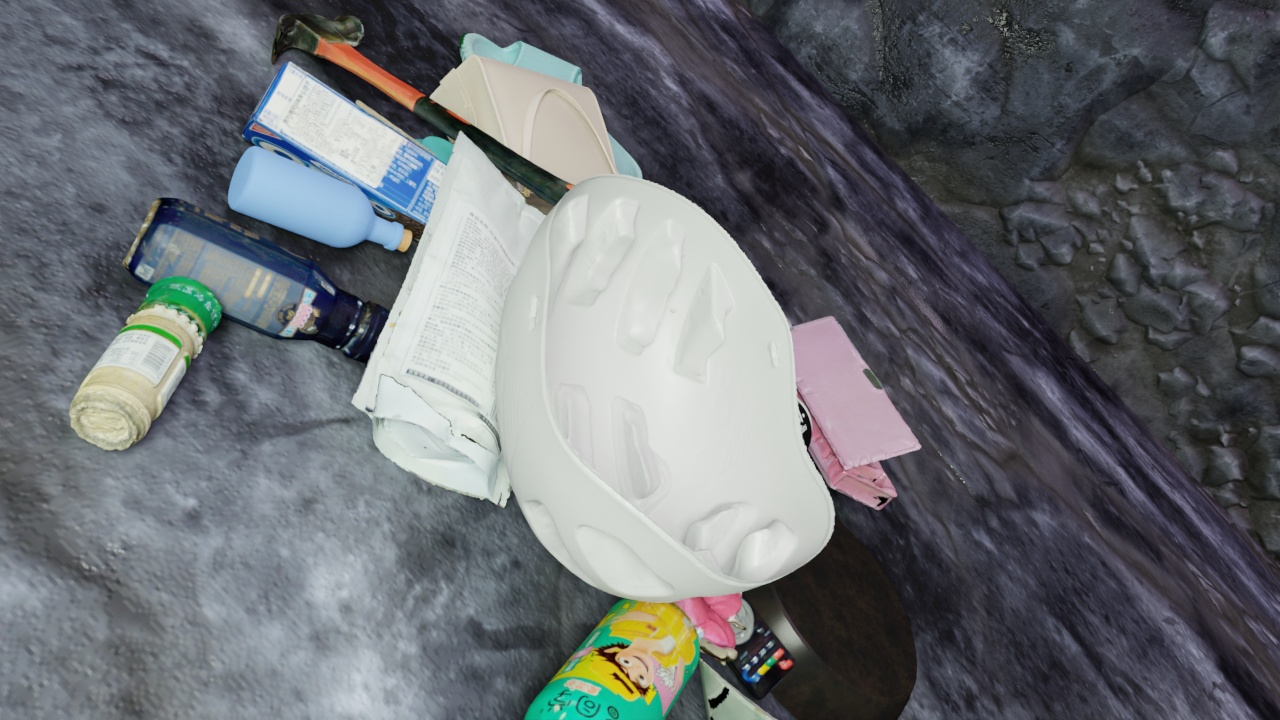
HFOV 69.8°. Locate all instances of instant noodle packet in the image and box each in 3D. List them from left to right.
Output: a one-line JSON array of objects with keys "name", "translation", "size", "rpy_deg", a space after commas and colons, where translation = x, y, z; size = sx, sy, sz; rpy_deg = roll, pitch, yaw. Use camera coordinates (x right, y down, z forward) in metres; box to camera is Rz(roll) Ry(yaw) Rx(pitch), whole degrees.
[{"name": "instant noodle packet", "translation": [-0.116, -0.037, 0.670], "size": [0.147, 0.057, 0.268], "rpy_deg": [44, 39, -33]}]

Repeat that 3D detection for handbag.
[{"name": "handbag", "translation": [-0.095, -0.190, 0.926], "size": [0.194, 0.101, 0.197], "rpy_deg": [-6, 69, -54]}]

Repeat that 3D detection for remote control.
[{"name": "remote control", "translation": [0.058, 0.189, 0.700], "size": [0.045, 0.021, 0.140], "rpy_deg": [-31, 74, -34]}]

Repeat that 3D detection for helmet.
[{"name": "helmet", "translation": [0.007, 0.014, 0.605], "size": [0.223, 0.184, 0.282], "rpy_deg": [3, 80, -49]}]

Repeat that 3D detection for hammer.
[{"name": "hammer", "translation": [-0.182, -0.218, 0.808], "size": [0.333, 0.033, 0.132], "rpy_deg": [33, 27, 11]}]

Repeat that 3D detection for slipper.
[{"name": "slipper", "translation": [-0.092, -0.296, 1.078], "size": [0.276, 0.070, 0.115], "rpy_deg": [37, 33, -18]}]

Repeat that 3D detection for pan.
[{"name": "pan", "translation": [0.169, 0.178, 0.849], "size": [0.248, 0.043, 0.355], "rpy_deg": [39, 30, -13]}]

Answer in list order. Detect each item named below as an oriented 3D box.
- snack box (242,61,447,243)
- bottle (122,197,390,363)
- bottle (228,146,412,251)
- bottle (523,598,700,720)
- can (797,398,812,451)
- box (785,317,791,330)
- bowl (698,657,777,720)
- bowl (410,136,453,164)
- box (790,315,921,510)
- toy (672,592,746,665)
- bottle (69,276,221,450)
[{"name": "snack box", "translation": [-0.194, -0.142, 0.729], "size": [0.226, 0.059, 0.059], "rpy_deg": [32, 75, -30]}, {"name": "bottle", "translation": [-0.235, -0.045, 0.582], "size": [0.160, 0.056, 0.056], "rpy_deg": [27, 35, -31]}, {"name": "bottle", "translation": [-0.231, -0.111, 0.679], "size": [0.131, 0.048, 0.048], "rpy_deg": [20, 38, -39]}, {"name": "bottle", "translation": [-0.032, 0.211, 0.518], "size": [0.068, 0.068, 0.209], "rpy_deg": [49, 29, 4]}, {"name": "can", "translation": [0.104, 0.078, 0.852], "size": [0.080, 0.080, 0.145], "rpy_deg": [51, 29, 9]}, {"name": "box", "translation": [0.060, -0.005, 0.819], "size": [0.215, 0.095, 0.107], "rpy_deg": [-26, 87, -57]}, {"name": "bowl", "translation": [0.089, 0.270, 0.594], "size": [0.174, 0.067, 0.174], "rpy_deg": [34, -13, 8]}, {"name": "bowl", "translation": [-0.181, -0.162, 0.810], "size": [0.121, 0.046, 0.121], "rpy_deg": [33, 32, -24]}, {"name": "box", "translation": [0.217, 0.040, 0.996], "size": [0.099, 0.099, 0.232], "rpy_deg": [29, 25, -32]}, {"name": "toy", "translation": [0.042, 0.185, 0.656], "size": [0.065, 0.050, 0.102], "rpy_deg": [36, 20, 8]}, {"name": "bottle", "translation": [-0.267, 0.000, 0.500], "size": [0.042, 0.043, 0.109], "rpy_deg": [33, 33, -23]}]
